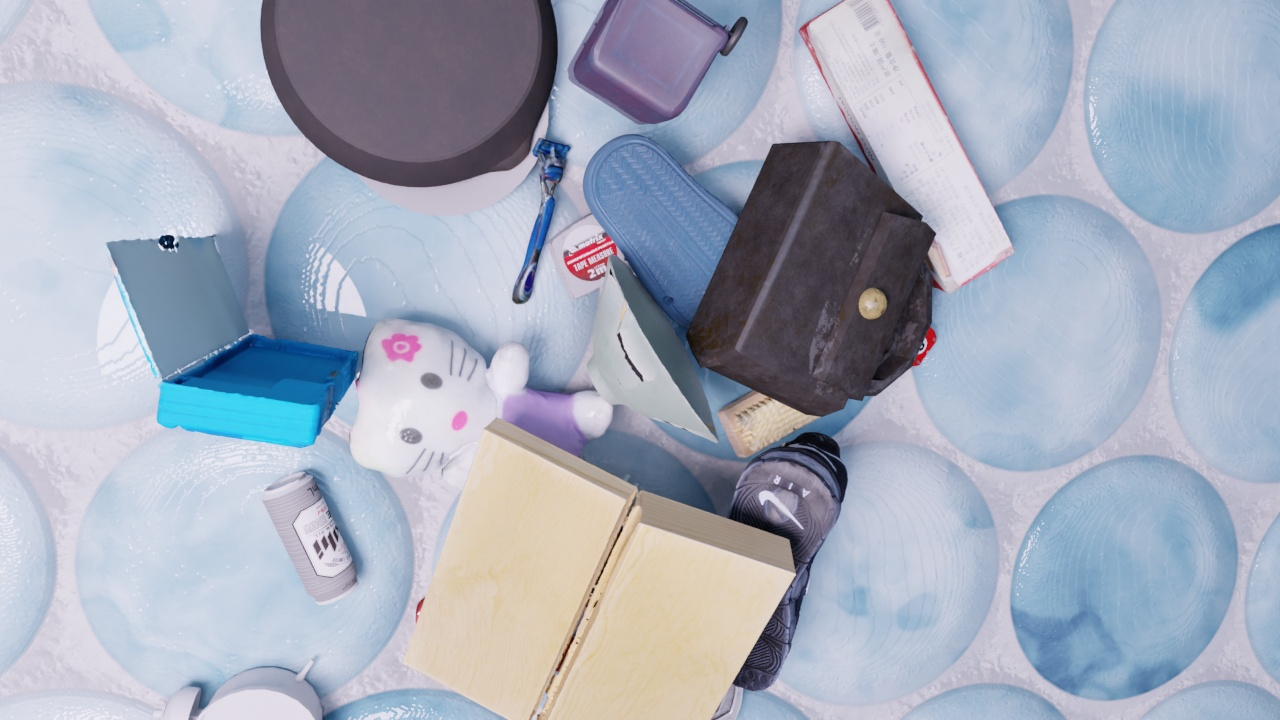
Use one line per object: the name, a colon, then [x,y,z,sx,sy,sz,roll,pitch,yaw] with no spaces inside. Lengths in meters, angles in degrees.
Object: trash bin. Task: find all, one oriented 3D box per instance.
trash bin: [0.003,-0.237,0.701,0.093,0.160,0.092,29,98,-14]

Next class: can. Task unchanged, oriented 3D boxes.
can: [-0.275,0.149,0.768,0.044,0.044,0.106,-22,102,-7]

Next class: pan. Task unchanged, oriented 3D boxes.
pan: [-0.127,-0.293,0.706,0.356,0.043,0.248,-42,104,-2]

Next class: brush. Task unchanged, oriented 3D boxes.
brush: [0.132,0.043,0.835,0.117,0.039,0.049,-27,102,-11]

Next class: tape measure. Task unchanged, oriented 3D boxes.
tape measure: [-0.044,-0.091,0.788,0.060,0.020,0.062,-28,104,-12]

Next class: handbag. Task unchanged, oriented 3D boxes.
handbag: [0.168,-0.049,0.766,0.199,0.102,0.197,25,88,-30]

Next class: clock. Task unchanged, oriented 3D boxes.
clock: [-0.342,0.324,0.774,0.159,0.061,0.120,-20,102,-9]

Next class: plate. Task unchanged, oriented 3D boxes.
plate: [-0.162,-0.206,0.747,0.172,0.019,0.173,-2,99,-11]

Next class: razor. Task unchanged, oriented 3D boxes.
razor: [-0.084,-0.113,0.772,0.018,0.043,0.141,20,103,28]

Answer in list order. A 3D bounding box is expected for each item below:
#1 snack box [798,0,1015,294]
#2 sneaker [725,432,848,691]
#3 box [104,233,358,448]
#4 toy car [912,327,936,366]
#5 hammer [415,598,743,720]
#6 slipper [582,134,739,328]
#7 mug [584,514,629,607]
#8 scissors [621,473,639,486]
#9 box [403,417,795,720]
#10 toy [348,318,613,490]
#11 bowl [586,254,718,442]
snack box: [0.239,-0.194,0.818,0.076,0.044,0.273,-33,103,1]
sneaker: [0.120,0.165,0.817,0.097,0.150,0.253,23,119,18]
box: [-0.284,-0.008,0.639,0.167,0.243,0.075,42,88,-14]
toy car: [0.236,-0.031,0.851,0.089,0.025,0.038,35,91,-14]
hammer: [-0.052,0.272,0.840,0.315,0.036,0.126,21,92,-13]
slipper: [0.031,-0.102,0.782,0.104,0.059,0.213,-48,118,1]
mug: [0.004,0.194,0.797,0.085,0.111,0.081,22,96,-20]
scissors: [-0.044,0.156,0.835,0.134,0.016,0.073,-44,100,-7]
box: [-0.044,0.202,0.729,0.257,0.076,0.247,25,114,5]
toy: [-0.134,0.045,0.760,0.209,0.085,0.137,20,92,-15]
bowl: [-0.004,0.004,0.743,0.068,0.174,0.174,-29,104,9]
